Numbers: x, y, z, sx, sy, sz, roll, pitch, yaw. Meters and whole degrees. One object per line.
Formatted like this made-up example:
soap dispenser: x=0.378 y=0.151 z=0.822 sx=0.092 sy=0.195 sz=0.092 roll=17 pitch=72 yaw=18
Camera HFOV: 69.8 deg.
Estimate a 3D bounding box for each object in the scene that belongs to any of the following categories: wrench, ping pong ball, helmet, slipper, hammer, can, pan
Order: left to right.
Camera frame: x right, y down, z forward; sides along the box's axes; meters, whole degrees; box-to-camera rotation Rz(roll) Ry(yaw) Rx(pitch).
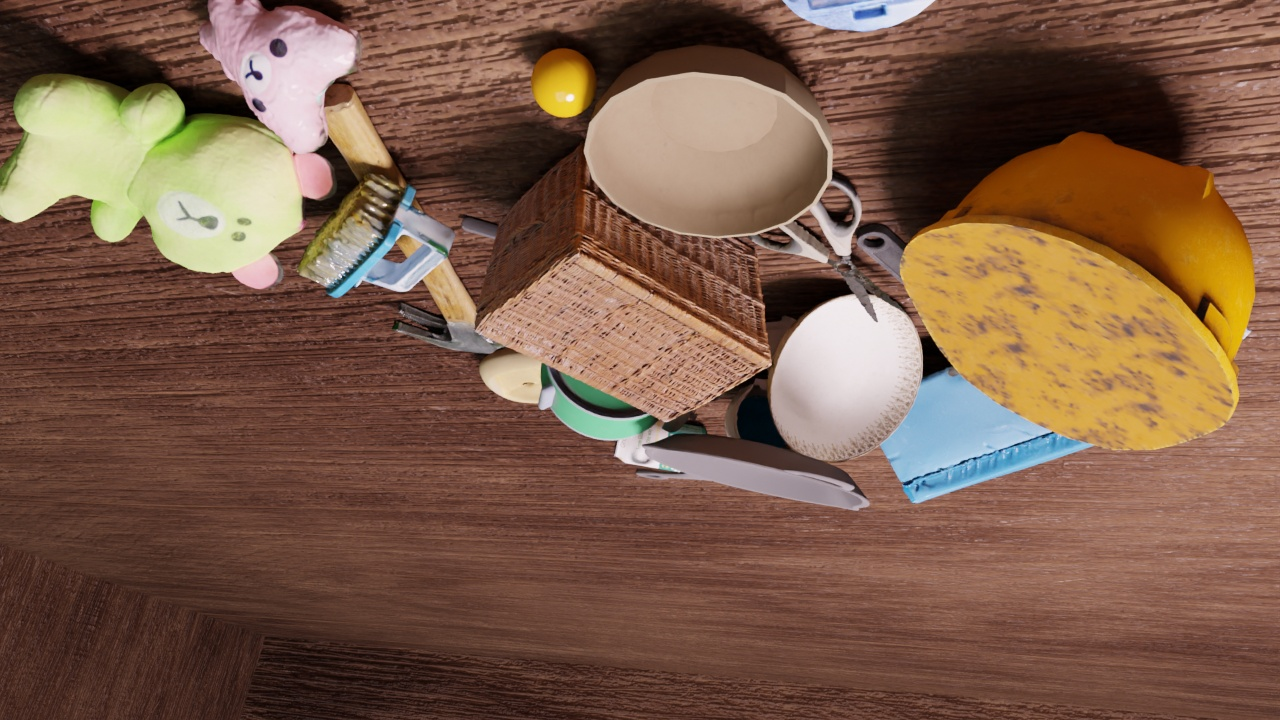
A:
hammer: x=-0.184 y=-0.096 z=0.752 sx=0.132 sy=0.033 sz=0.331 roll=4 pitch=152 yaw=12
ping pong ball: x=-0.046 y=-0.169 z=0.558 sx=0.040 sy=0.040 sz=0.040 roll=7 pitch=153 yaw=3
slipper: x=-0.040 y=0.033 z=0.910 sx=0.262 sy=0.079 sz=0.111 roll=0 pitch=155 yaw=17
can: x=0.024 y=0.094 z=1.030 sx=0.101 sy=0.054 sz=0.055 roll=10 pitch=153 yaw=-4
pan: x=0.076 y=0.099 z=0.847 sx=0.216 sy=0.024 sz=0.355 roll=19 pitch=167 yaw=-21
wrench: x=0.260 y=-0.037 z=0.751 sx=0.273 sy=0.018 sz=0.073 roll=31 pitch=146 yaw=-35
helmet: x=0.286 y=-0.057 z=0.576 sx=0.205 sy=0.131 sz=0.255 roll=31 pitch=170 yaw=28

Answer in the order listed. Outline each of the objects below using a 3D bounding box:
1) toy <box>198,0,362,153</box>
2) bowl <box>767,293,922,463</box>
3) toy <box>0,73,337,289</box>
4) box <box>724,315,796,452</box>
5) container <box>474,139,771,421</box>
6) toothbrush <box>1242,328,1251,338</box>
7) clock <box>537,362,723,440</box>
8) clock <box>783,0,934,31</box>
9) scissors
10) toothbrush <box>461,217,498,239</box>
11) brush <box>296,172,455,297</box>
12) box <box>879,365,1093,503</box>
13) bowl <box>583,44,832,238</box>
toy: x=-0.227 y=-0.186 z=0.566 sx=0.096 sy=0.052 sz=0.099 roll=33 pitch=129 yaw=-13
bowl: x=0.162 y=0.009 z=0.782 sx=0.145 sy=0.145 sz=0.063 roll=21 pitch=-172 yaw=-23
toy: x=-0.335 y=-0.134 z=0.656 sx=0.196 sy=0.107 sz=0.150 roll=16 pitch=130 yaw=-33
box: x=0.119 y=0.028 z=0.864 sx=0.084 sy=0.136 sz=0.147 roll=2 pitch=177 yaw=1
container: x=-0.009 y=-0.052 z=0.675 sx=0.198 sy=0.112 sz=0.114 roll=28 pitch=137 yaw=-32
toothbrush: x=0.455 y=0.012 z=0.783 sx=0.024 sy=0.022 sz=0.186 roll=41 pitch=157 yaw=16
clock: x=-0.005 y=0.005 z=0.796 sx=0.161 sy=0.121 sz=0.075 roll=6 pitch=155 yaw=-8
clock: x=0.101 y=-0.212 z=0.420 sx=0.089 sy=0.051 sz=0.125 roll=-1 pitch=151 yaw=19
scissors: x=0.138 y=-0.080 z=0.691 sx=0.150 sy=0.012 sz=0.165 roll=7 pitch=148 yaw=12
toothbrush: x=-0.063 y=-0.089 z=0.747 sx=0.167 sy=0.012 sz=0.013 roll=15 pitch=160 yaw=-12
brush: x=-0.204 y=-0.081 z=0.695 sx=0.075 sy=0.055 sz=0.136 roll=31 pitch=145 yaw=-27
box: x=0.319 y=0.028 z=0.791 sx=0.232 sy=0.094 sz=0.112 roll=-28 pitch=97 yaw=38
bowl: x=0.044 y=-0.141 z=0.573 sx=0.152 sy=0.050 sz=0.152 roll=7 pitch=153 yaw=3
